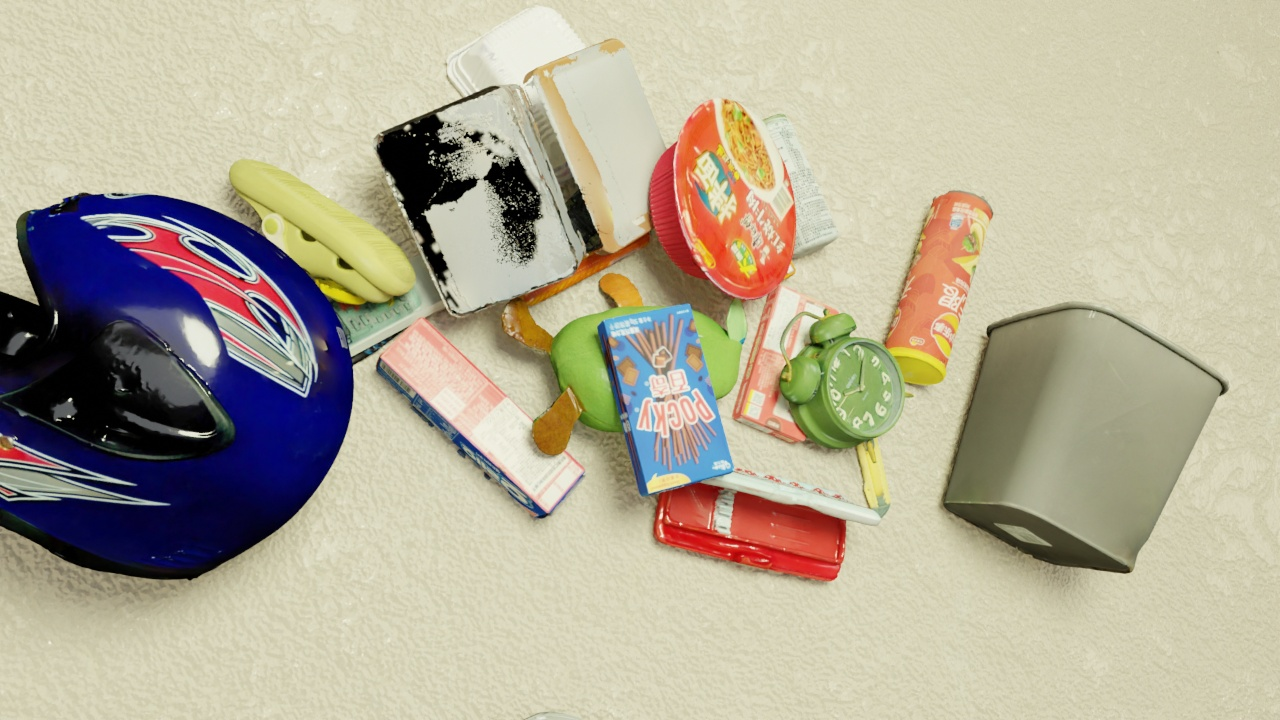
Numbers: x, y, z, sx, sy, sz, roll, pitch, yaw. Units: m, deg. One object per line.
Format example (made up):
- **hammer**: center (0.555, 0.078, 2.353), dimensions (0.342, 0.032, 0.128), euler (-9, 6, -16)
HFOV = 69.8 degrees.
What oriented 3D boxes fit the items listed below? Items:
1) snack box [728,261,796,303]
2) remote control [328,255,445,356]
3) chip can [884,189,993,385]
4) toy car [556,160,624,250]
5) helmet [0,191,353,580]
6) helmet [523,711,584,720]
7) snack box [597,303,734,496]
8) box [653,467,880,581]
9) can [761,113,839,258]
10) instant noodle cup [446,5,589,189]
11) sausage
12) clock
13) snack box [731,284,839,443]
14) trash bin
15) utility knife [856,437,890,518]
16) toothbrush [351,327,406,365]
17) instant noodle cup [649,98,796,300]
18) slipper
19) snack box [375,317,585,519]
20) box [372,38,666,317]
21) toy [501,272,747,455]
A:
- **snack box**: center (0.095, -0.141, 0.973), dimensions (0.075, 0.026, 0.153), euler (-29, 88, -22)
- **remote control**: center (-0.242, -0.046, 0.837), dimensions (0.135, 0.019, 0.056), euler (-31, 70, -21)
- **chip can**: center (0.328, -0.081, 1.012), dimensions (0.073, 0.073, 0.216), euler (28, 70, -10)
- **toy car**: center (-0.036, -0.164, 0.931), dimensions (0.054, 0.037, 0.120), euler (43, 79, -8)
- **helmet**: center (-0.364, -0.004, 0.668), dimensions (0.315, 0.247, 0.240), euler (35, 87, -17)
- **helmet**: center (-0.088, 0.419, 0.722), dimensions (0.258, 0.146, 0.229), euler (-28, 87, -21)
- **snack box**: center (0.022, 0.033, 0.806), dimensions (0.084, 0.026, 0.157), euler (-12, 82, -21)
- **box**: center (0.122, 0.148, 0.877), dimensions (0.201, 0.102, 0.095), euler (16, 73, -14)
- **can**: center (0.160, -0.186, 0.987), dimensions (0.058, 0.058, 0.146), euler (-21, 85, -21)
- **instant noodle cup**: center (-0.093, -0.276, 0.924), dimensions (0.137, 0.060, 0.173), euler (-39, 93, -22)
- **sausage**: center (-0.054, -0.094, 0.915), dimensions (0.164, 0.021, 0.021), euler (-30, 88, -22)
- **clock**: center (0.200, 0.019, 0.928), dimensions (0.161, 0.056, 0.116), euler (43, 65, -15)
- **snack box**: center (0.153, 0.003, 0.959), dimensions (0.075, 0.025, 0.152), euler (23, 72, -13)
- **trash bin**: center (0.445, 0.086, 0.958), dimensions (0.199, 0.199, 0.219), euler (28, 78, -8)
- **utility knife**: center (0.236, 0.073, 0.980), dimensions (0.031, 0.020, 0.195), euler (-8, 76, -26)
- **toothbrush**: center (-0.234, -0.023, 0.844), dimensions (0.189, 0.016, 0.014), euler (-41, 100, -23)
- **instant noodle cup**: center (0.074, -0.151, 0.890), dimensions (0.193, 0.066, 0.193), euler (8, 79, -46)
- **slipper**: center (-0.289, -0.103, 0.814), dimensions (0.190, 0.091, 0.082), euler (36, 102, 4)
- **snack box**: center (-0.145, 0.056, 0.834), dimensions (0.207, 0.057, 0.058), euler (44, 66, -4)
- **box**: center (-0.087, -0.169, 0.831), dimensions (0.272, 0.130, 0.179), euler (-27, 107, -16)
- **toy**: center (-0.005, 0.005, 0.870), dimensions (0.246, 0.090, 0.226), euler (-6, 64, -25)
